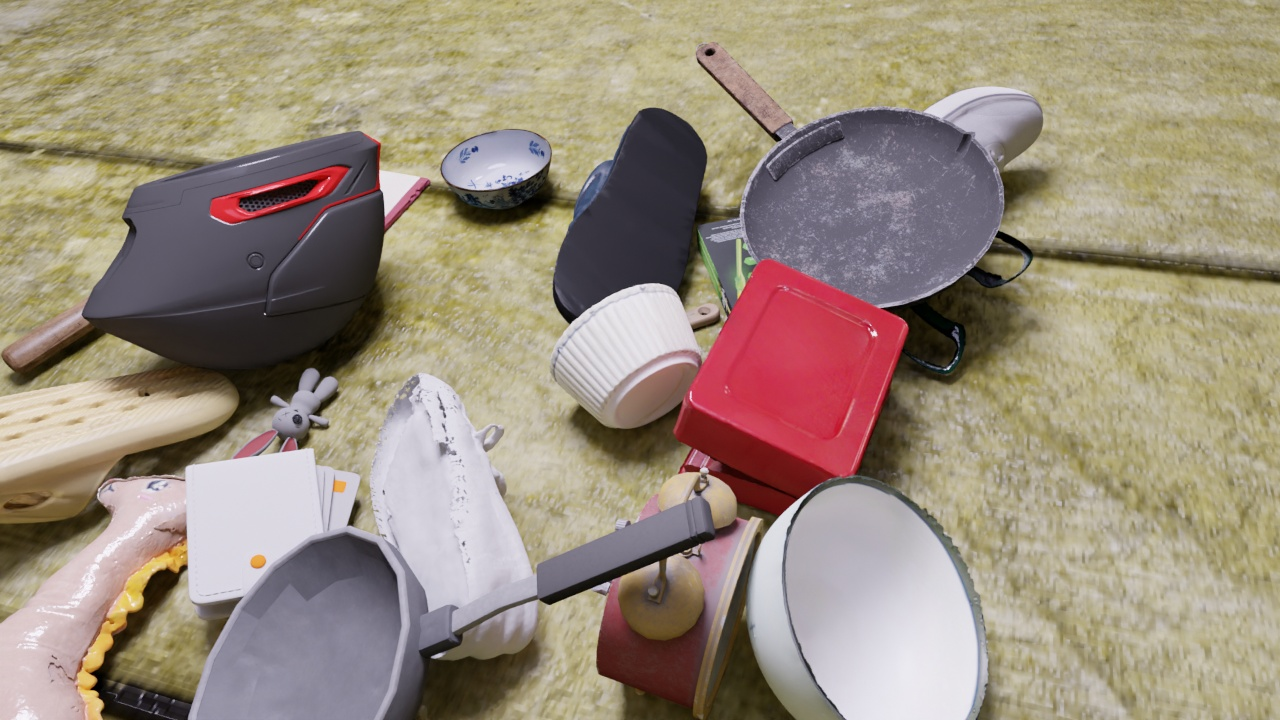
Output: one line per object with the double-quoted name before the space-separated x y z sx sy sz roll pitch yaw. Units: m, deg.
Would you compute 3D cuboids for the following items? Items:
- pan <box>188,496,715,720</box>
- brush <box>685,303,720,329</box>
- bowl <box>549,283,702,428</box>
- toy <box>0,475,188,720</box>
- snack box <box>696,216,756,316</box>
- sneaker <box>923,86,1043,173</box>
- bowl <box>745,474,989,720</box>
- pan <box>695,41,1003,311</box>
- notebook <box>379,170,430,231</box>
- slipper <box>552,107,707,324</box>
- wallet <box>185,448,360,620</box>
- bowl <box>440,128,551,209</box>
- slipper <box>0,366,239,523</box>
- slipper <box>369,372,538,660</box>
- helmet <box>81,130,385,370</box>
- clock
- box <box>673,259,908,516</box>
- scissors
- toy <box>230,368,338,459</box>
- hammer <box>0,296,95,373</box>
"pan" -0.114 0.151 0.505 0.358 0.041 0.178 -27 46 21
"brush" 0.000 -0.017 0.776 0.151 0.012 0.039 -23 46 -16
"bowl" -0.004 0.004 0.693 0.115 0.115 0.062 -25 62 -17
"toy" -0.350 0.186 0.598 0.196 0.065 0.263 22 44 13
"snack box" 0.107 -0.075 0.809 0.080 0.025 0.147 -12 45 -4
"sneaker" 0.276 -0.149 0.814 0.262 0.097 0.128 -32 57 -12
"bowl" 0.119 0.149 0.525 0.153 0.073 0.153 18 56 -28
"pan" 0.146 -0.171 0.783 0.207 0.040 0.356 -32 56 -4
"notebook" -0.333 -0.138 0.946 0.153 0.012 0.208 13 49 18
"slipper" -0.014 -0.115 0.838 0.109 0.084 0.264 29 54 -14
"wallet" -0.252 0.117 0.643 0.115 0.038 0.118 -7 54 -19
"bowl" -0.144 -0.189 0.945 0.114 0.045 0.114 -4 45 4
"slipper" -0.446 0.071 0.710 0.260 0.079 0.111 -19 40 -37
"slipper" -0.131 0.098 0.637 0.112 0.074 0.246 -42 45 9
"helmet" -0.326 -0.081 0.773 0.264 0.170 0.164 -23 23 -27
"clock" 0.016 0.126 0.526 0.081 0.159 0.116 15 49 14
"box" 0.109 0.021 0.656 0.135 0.113 0.157 18 50 17
"scissors" 0.219 -0.098 0.752 0.142 0.015 0.209 -41 66 4
"toy" -0.280 0.051 0.735 0.049 0.030 0.111 26 45 -7
"hammer" -0.461 -0.094 0.891 0.129 0.040 0.320 25 56 35
